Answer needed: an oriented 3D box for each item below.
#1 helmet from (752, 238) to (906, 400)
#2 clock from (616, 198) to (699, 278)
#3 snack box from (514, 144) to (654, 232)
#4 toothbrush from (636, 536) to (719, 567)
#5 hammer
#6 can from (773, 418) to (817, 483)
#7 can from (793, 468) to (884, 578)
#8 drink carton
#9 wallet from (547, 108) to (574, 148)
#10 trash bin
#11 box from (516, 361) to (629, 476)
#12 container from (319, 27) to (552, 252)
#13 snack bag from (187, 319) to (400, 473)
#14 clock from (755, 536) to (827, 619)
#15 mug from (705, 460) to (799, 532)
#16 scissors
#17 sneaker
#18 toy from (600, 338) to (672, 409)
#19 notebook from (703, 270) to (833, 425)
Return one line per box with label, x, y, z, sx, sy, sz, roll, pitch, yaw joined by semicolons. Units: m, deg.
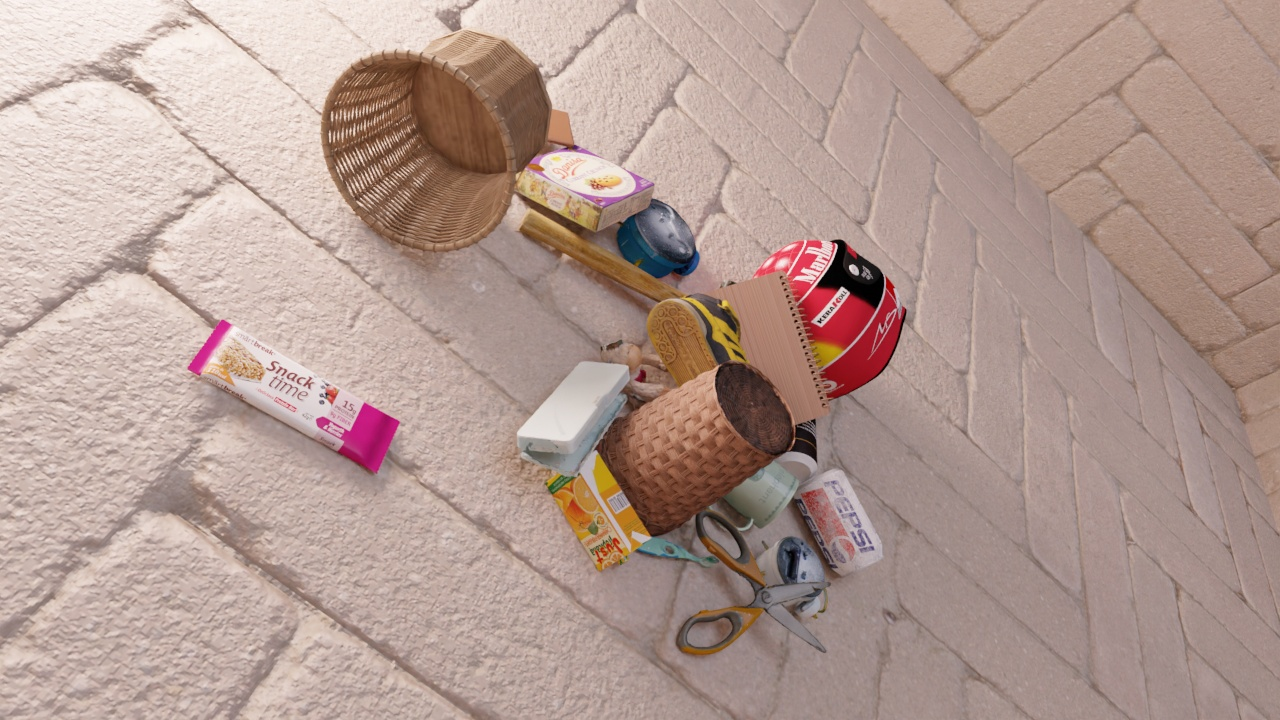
helmet;0.274;-0.078;1.410;0.224;0.198;0.270;46;45;-12
clock;0.034;-0.178;1.371;0.161;0.060;0.116;-2;61;-47
snack box;-0.078;-0.242;1.278;0.148;0.041;0.143;29;35;17
toothbrush;0.040;0.227;1.090;0.135;0.017;0.022;22;54;-32
hammer;-0.016;-0.116;1.270;0.330;0.033;0.132;27;74;-18
can;0.215;0.109;1.310;0.072;0.072;0.128;31;42;-23
can;0.275;0.225;1.272;0.078;0.078;0.136;-9;67;-47
drink carton;-0.046;0.169;1.018;0.041;0.058;0.122;-25;79;-50
wallet;-0.157;-0.347;1.324;0.120;0.013;0.087;8;46;-22
trash bin;0.057;0.095;1.057;0.151;0.211;0.151;26;44;-28
box;-0.073;0.057;1.040;0.085;0.071;0.198;31;29;2
container;-0.222;-0.271;1.074;0.227;0.228;0.195;41;33;-12
snack bag;-0.327;0.034;0.884;0.196;0.016;0.070;34;40;-20
clock;0.200;0.279;1.173;0.117;0.057;0.083;38;40;-15
mug;0.131;0.166;1.187;0.104;0.084;0.111;38;68;0
scissors;0.128;0.269;1.093;0.224;0.016;0.226;-9;66;-28
sneaker;0.108;0.014;1.188;0.238;0.086;0.121;55;27;-1
toy;-0.007;0.007;1.171;0.106;0.074;0.085;42;40;-21
notebook;0.162;-0.005;1.269;0.169;0.022;0.210;-17;86;-8
